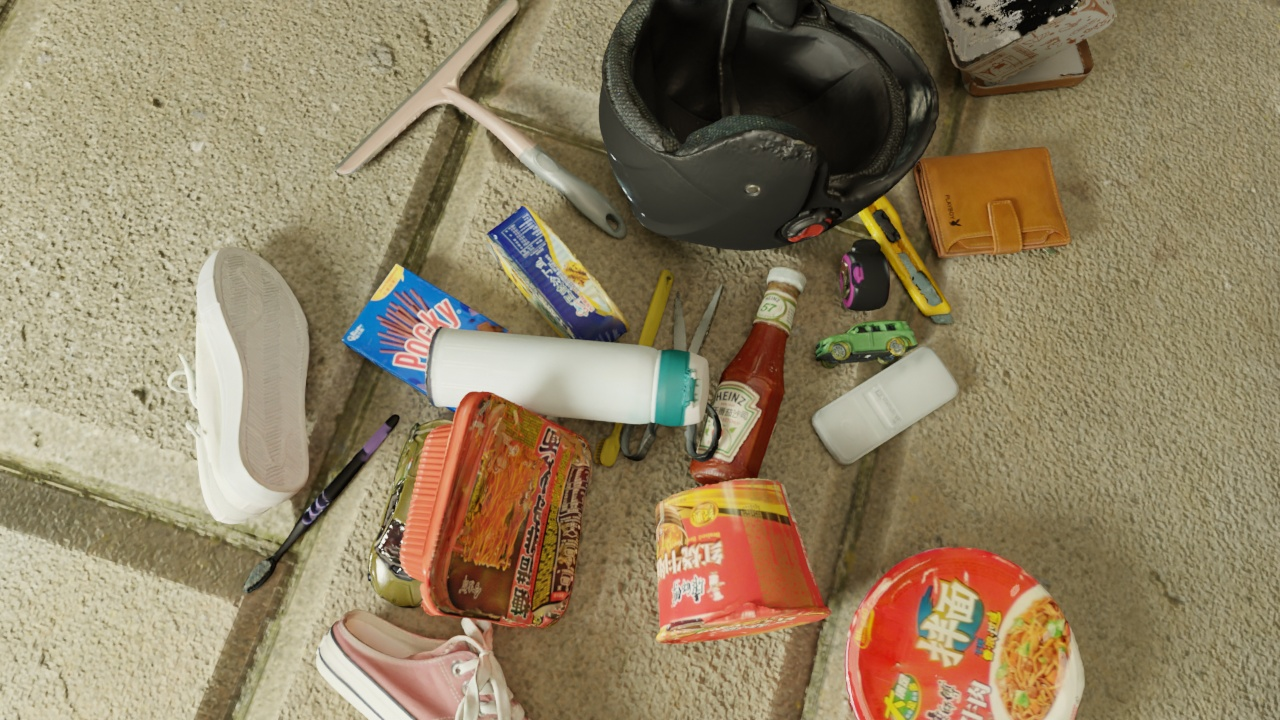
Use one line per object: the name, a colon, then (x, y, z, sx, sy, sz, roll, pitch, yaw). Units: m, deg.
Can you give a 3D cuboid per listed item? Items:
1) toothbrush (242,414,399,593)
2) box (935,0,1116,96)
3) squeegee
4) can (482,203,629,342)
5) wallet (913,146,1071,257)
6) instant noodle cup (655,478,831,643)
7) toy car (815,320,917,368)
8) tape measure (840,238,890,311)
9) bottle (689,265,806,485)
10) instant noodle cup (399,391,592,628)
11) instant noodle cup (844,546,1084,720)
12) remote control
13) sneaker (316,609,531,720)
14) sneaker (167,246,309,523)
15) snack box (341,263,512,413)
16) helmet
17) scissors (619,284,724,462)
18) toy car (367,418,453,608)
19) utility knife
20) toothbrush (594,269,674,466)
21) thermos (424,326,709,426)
toothbrush: (-0.267, 0.118, 0.772, 0.014, 0.017, 0.188, 37, 75, 5)
box: (0.377, -0.364, 0.902, 0.180, 0.154, 0.182, -2, 77, -43)
squeegee: (-0.110, -0.196, 0.851, 0.249, 0.040, 0.247, 38, 76, 5)
can: (-0.074, -0.067, 0.804, 0.049, 0.075, 0.148, -39, 82, -9)
wallet: (0.338, -0.145, 0.879, 0.130, 0.035, 0.119, -7, 71, -6)
instant noodle cup: (0.074, 0.161, 0.735, 0.138, 0.138, 0.108, -6, 68, -6)
toy car: (0.202, -0.014, 0.828, 0.091, 0.043, 0.036, -8, 80, -8)
tape measure: (0.202, -0.074, 0.835, 0.039, 0.057, 0.057, -3, 62, 0)
bottle: (0.100, 0.014, 0.803, 0.060, 0.060, 0.205, 20, 76, 0)
instant noodle cup: (-0.117, 0.120, 0.720, 0.079, 0.188, 0.164, 2, 72, 28)
instant noodle cup: (0.256, 0.253, 0.755, 0.194, 0.066, 0.193, 1, 75, -4)
remote control: (0.221, 0.040, 0.827, 0.136, 0.020, 0.056, -31, 81, -11)
sneaker: (-0.136, 0.260, 0.705, 0.241, 0.118, 0.088, 34, 96, 10)
sneaker: (-0.334, 0.021, 0.764, 0.091, 0.089, 0.242, -33, 59, 28)
snack box: (-0.172, -0.010, 0.805, 0.157, 0.026, 0.084, 31, 76, 3)
helmet: (0.097, -0.206, 0.773, 0.274, 0.231, 0.233, 6, 69, -11)
scissors: (0.035, 0.017, 0.800, 0.175, 0.014, 0.159, -45, 48, 7)
toy car: (-0.179, 0.127, 0.765, 0.070, 0.042, 0.158, 13, 78, -1)
utility knife: (0.248, -0.102, 0.867, 0.033, 0.015, 0.164, -29, 80, -8)
toothbrush: (-0.005, 0.005, 0.819, 0.015, 0.017, 0.189, 30, 69, -33)
thermos: (-0.056, 0.015, 0.749, 0.224, 0.073, 0.073, 5, 76, 3)
